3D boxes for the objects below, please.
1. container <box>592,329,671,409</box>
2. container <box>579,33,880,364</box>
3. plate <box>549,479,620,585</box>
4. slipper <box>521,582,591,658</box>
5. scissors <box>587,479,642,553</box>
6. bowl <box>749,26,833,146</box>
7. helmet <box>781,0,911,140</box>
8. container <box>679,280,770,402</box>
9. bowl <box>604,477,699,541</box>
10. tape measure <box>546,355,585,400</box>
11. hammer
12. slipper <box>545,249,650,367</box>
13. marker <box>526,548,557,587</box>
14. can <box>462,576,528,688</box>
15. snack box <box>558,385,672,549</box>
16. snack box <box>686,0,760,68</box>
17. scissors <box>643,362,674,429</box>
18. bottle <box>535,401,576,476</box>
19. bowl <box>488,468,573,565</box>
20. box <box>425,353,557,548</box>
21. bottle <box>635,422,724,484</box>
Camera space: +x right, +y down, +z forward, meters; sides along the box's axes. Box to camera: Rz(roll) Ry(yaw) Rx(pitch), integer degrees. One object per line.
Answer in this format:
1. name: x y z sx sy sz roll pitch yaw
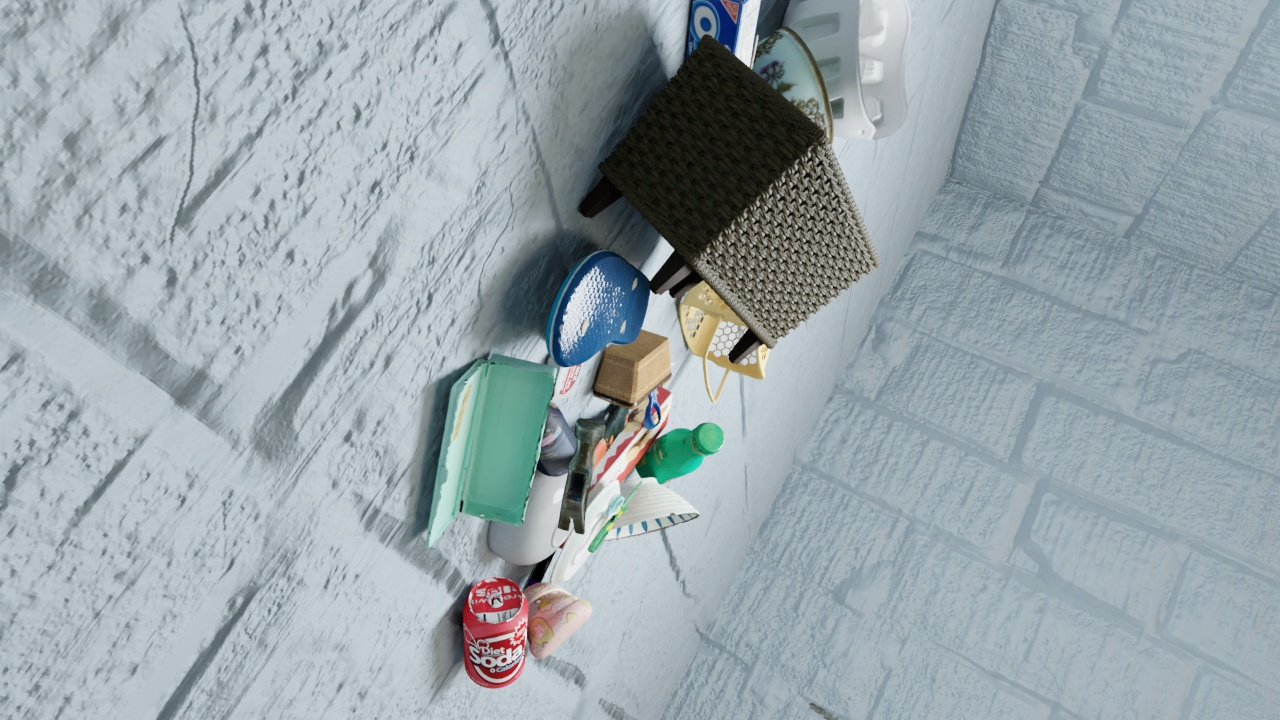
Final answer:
1. container: -0.007 0.007 1.161 0.113 0.063 0.061 -38 140 -54
2. container: 0.099 -0.142 0.977 0.205 0.176 0.321 -43 153 6
3. plate: -0.068 0.224 1.181 0.156 0.014 0.157 -55 167 -20
4. slipper: -0.119 0.324 1.187 0.093 0.081 0.197 -38 173 -12
5. scissors: -0.030 0.195 1.199 0.127 0.012 0.122 -50 165 -34
6. bowl: 0.154 -0.306 1.104 0.094 0.159 0.160 -23 152 -4
7. helmet: 0.270 -0.395 1.174 0.282 0.184 0.224 -53 138 -77
8. container: 0.123 -0.036 1.345 0.183 0.129 0.166 69 42 -65
9. bowl: -0.006 0.216 1.361 0.177 0.177 0.070 40 35 -71
10. tape measure: -0.085 0.011 1.012 0.062 0.020 0.060 -18 130 -65
11. hammer: -0.045 0.101 1.091 0.332 0.033 0.133 -53 155 -78
12. slipper: -0.050 -0.061 0.962 0.294 0.060 0.118 -13 122 -75
13. marker: -0.134 0.281 1.229 0.018 0.015 0.134 -175 -69 -88
14. can: -0.172 0.325 1.089 0.074 0.074 0.143 -46 154 -43
15. snack box: -0.039 0.142 1.263 0.272 0.044 0.077 -48 157 -40
16. snack box: 0.083 -0.301 1.012 0.059 0.059 0.227 -52 159 -40
17. scissors: 0.013 0.036 1.264 0.127 0.014 0.129 -38 121 -47
18. bottle: -0.106 0.073 0.977 0.056 0.056 0.161 -58 158 -20
19. bowl: -0.114 0.181 1.079 0.131 0.064 0.132 -53 158 -33
20. box: -0.143 0.092 0.875 0.109 0.078 0.188 -45 154 -61
21. bottle: 0.059 0.133 1.341 0.068 0.068 0.210 -55 -172 -26
